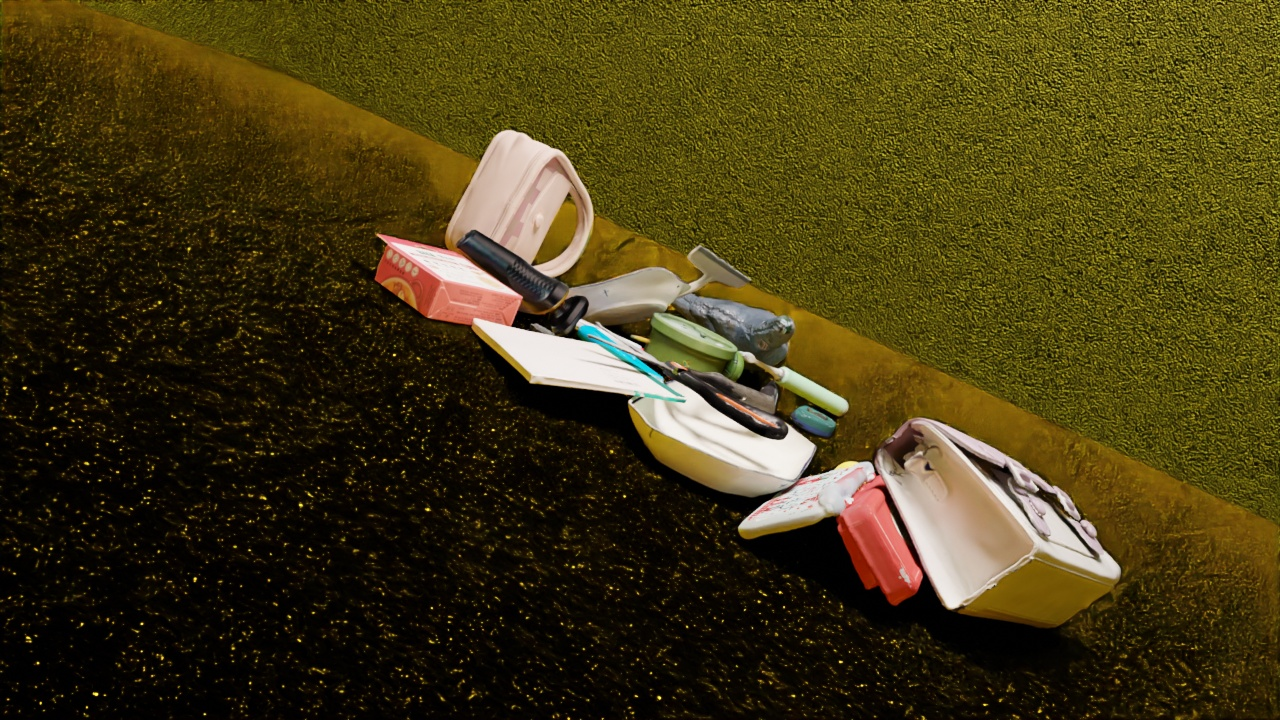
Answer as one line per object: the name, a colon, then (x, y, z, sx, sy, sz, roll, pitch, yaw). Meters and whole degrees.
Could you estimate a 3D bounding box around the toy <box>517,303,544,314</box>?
toy: (-0.155, -0.089, 1.109, 0.108, 0.039, 0.083, 19, 36, -17)

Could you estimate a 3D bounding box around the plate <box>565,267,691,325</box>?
plate: (-0.023, -0.075, 1.186, 0.164, 0.034, 0.163, -12, -10, 17)

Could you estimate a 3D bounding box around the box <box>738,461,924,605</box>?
box: (0.160, 0.136, 0.733, 0.112, 0.100, 0.201, 62, 19, 9)

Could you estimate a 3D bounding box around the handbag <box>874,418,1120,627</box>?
handbag: (0.283, 0.128, 0.731, 0.196, 0.099, 0.145, 23, 27, -46)

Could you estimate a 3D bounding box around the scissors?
scissors: (0.056, 0.018, 0.891, 0.220, 0.022, 0.231, 18, 13, -43)

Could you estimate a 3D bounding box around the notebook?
notebook: (-0.065, -0.001, 0.874, 0.150, 0.012, 0.209, 10, 10, -26)

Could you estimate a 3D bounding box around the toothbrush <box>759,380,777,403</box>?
toothbrush: (0.168, 0.046, 1.199, 0.027, 0.026, 0.212, 59, 12, 1)

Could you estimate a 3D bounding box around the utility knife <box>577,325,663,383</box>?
utility knife: (-0.006, 0.006, 1.044, 0.034, 0.018, 0.209, 13, 16, -45)

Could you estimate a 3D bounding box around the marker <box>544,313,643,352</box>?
marker: (-0.064, -0.039, 1.138, 0.145, 0.017, 0.017, 24, 11, 5)

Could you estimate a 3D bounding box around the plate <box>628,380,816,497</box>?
plate: (0.077, 0.074, 0.857, 0.162, 0.034, 0.265, 25, 11, 12)

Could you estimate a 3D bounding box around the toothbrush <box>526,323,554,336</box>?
toothbrush: (-0.039, 0.006, 0.988, 0.189, 0.016, 0.014, 26, 18, 8)

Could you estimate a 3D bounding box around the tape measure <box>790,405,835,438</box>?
tape measure: (0.220, 0.076, 1.161, 0.054, 0.025, 0.058, 27, 12, 21)

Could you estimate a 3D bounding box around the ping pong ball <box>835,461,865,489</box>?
ping pong ball: (0.206, 0.119, 0.893, 0.040, 0.040, 0.040, 23, 11, -5)

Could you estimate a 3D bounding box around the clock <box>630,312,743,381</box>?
clock: (0.070, -0.012, 1.184, 0.116, 0.056, 0.161, 32, 14, 33)

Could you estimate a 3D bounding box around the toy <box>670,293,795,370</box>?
toy: (0.143, -0.045, 1.326, 0.138, 0.091, 0.356, 45, -8, -22)

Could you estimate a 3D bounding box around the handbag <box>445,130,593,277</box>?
handbag: (-0.148, -0.197, 1.304, 0.093, 0.193, 0.234, 33, 4, 29)

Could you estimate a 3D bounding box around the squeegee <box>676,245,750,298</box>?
squeegee: (0.008, -0.097, 1.287, 0.247, 0.039, 0.246, -8, -8, 20)

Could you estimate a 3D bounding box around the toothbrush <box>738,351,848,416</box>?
toothbrush: (0.214, 0.031, 1.270, 0.224, 0.026, 0.027, 26, -3, -37)

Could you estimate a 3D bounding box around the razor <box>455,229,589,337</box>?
razor: (-0.140, -0.091, 1.059, 0.167, 0.062, 0.068, 36, -28, -7)

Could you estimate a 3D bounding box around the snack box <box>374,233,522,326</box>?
snack box: (-0.208, -0.081, 0.969, 0.127, 0.044, 0.113, 33, 15, 37)
